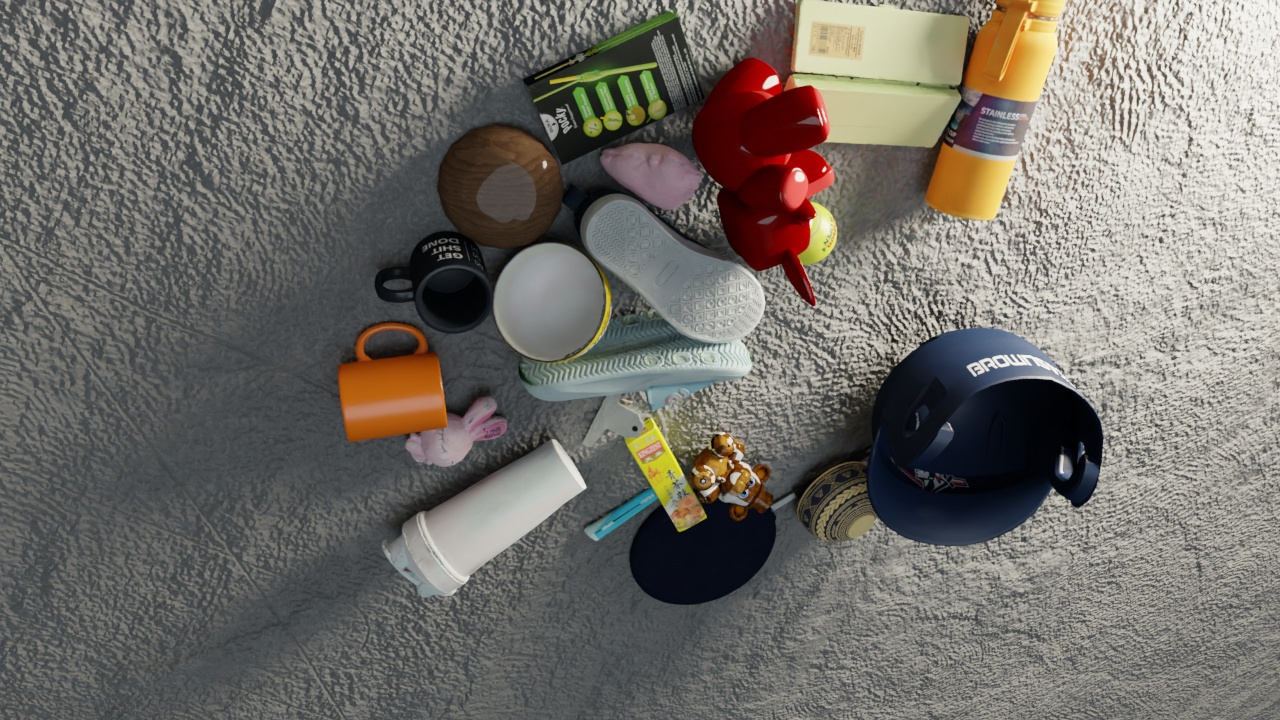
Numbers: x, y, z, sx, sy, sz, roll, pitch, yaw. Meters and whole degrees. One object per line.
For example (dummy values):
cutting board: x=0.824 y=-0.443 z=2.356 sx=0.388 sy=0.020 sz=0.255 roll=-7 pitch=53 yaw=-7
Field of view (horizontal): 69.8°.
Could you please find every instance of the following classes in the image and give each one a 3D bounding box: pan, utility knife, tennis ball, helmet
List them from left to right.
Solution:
utility knife: x=-0.013 y=0.180 z=1.122 sx=0.124 sy=0.015 sz=0.022 roll=-35 pitch=102 yaw=4
pan: x=0.151 y=0.204 z=1.187 sx=0.356 sy=0.021 sz=0.199 roll=-31 pitch=125 yaw=2
tennis ball: x=0.171 y=-0.132 z=0.953 sx=0.065 sy=0.065 sz=0.065 roll=-8 pitch=123 yaw=-13
helmet: x=0.374 y=0.093 z=1.064 sx=0.232 sy=0.223 sz=0.273 roll=13 pitch=107 yaw=-9

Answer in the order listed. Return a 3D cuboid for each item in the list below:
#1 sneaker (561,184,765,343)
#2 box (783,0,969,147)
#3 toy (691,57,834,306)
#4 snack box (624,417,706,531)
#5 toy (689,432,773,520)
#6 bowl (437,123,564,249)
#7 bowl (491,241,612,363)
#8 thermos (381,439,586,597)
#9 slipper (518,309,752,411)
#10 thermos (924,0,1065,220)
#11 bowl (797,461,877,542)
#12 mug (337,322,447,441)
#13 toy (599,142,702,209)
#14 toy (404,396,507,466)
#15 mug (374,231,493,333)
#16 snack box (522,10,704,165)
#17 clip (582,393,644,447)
sneaker: x=0.023 y=-0.097 z=0.915 sx=0.235 sy=0.087 sz=0.089 roll=33 pitch=98 yaw=-30
box: x=0.228 y=-0.275 z=0.898 sx=0.187 sy=0.047 sz=0.141 roll=0 pitch=119 yaw=-17
toy: x=0.120 y=-0.167 z=0.860 sx=0.120 sy=0.158 sz=0.197 roll=-25 pitch=126 yaw=-9
snack box: x=0.030 y=0.137 z=1.088 sx=0.040 sy=0.029 sz=0.148 roll=-29 pitch=118 yaw=1
toy: x=0.112 y=0.143 z=1.105 sx=0.112 sy=0.067 sz=0.087 roll=36 pitch=78 yaw=-12
bowl: x=-0.129 y=-0.156 z=0.846 sx=0.118 sy=0.030 sz=0.118 roll=-1 pitch=113 yaw=-3
bowl: x=-0.081 y=-0.055 z=0.907 sx=0.117 sy=0.067 sz=0.117 roll=0 pitch=89 yaw=13
thermos: x=-0.169 y=0.178 z=1.023 sx=0.220 sy=0.099 sz=0.099 roll=-33 pitch=125 yaw=0
slipper: x=-0.006 y=0.006 z=0.965 sx=0.245 sy=0.104 sz=0.074 roll=-8 pitch=135 yaw=-13
thermos: x=0.358 y=-0.259 z=0.918 sx=0.076 sy=0.091 sz=0.233 roll=11 pitch=119 yaw=1
bowl: x=0.265 y=0.192 z=1.175 sx=0.112 sy=0.061 sz=0.113 roll=-17 pitch=132 yaw=-20
mug: x=-0.248 y=0.019 z=0.915 sx=0.096 sy=0.078 sz=0.112 roll=-8 pitch=95 yaw=-13
toy: x=0.020 y=-0.176 z=0.864 sx=0.099 sy=0.096 sz=0.052 roll=25 pitch=80 yaw=-29
toy: x=-0.197 y=0.079 z=0.980 sx=0.110 sy=0.047 sz=0.063 roll=-28 pitch=134 yaw=-3
mug: x=-0.196 y=-0.073 z=0.864 sx=0.105 sy=0.077 sz=0.071 roll=-4 pitch=122 yaw=-15
snack box: x=-0.023 y=-0.249 z=0.842 sx=0.147 sy=0.025 sz=0.080 roll=-25 pitch=125 yaw=-1
clip: x=-0.022 y=0.062 z=1.044 sx=0.054 sy=0.040 sz=0.102 roll=24 pitch=113 yaw=-8
